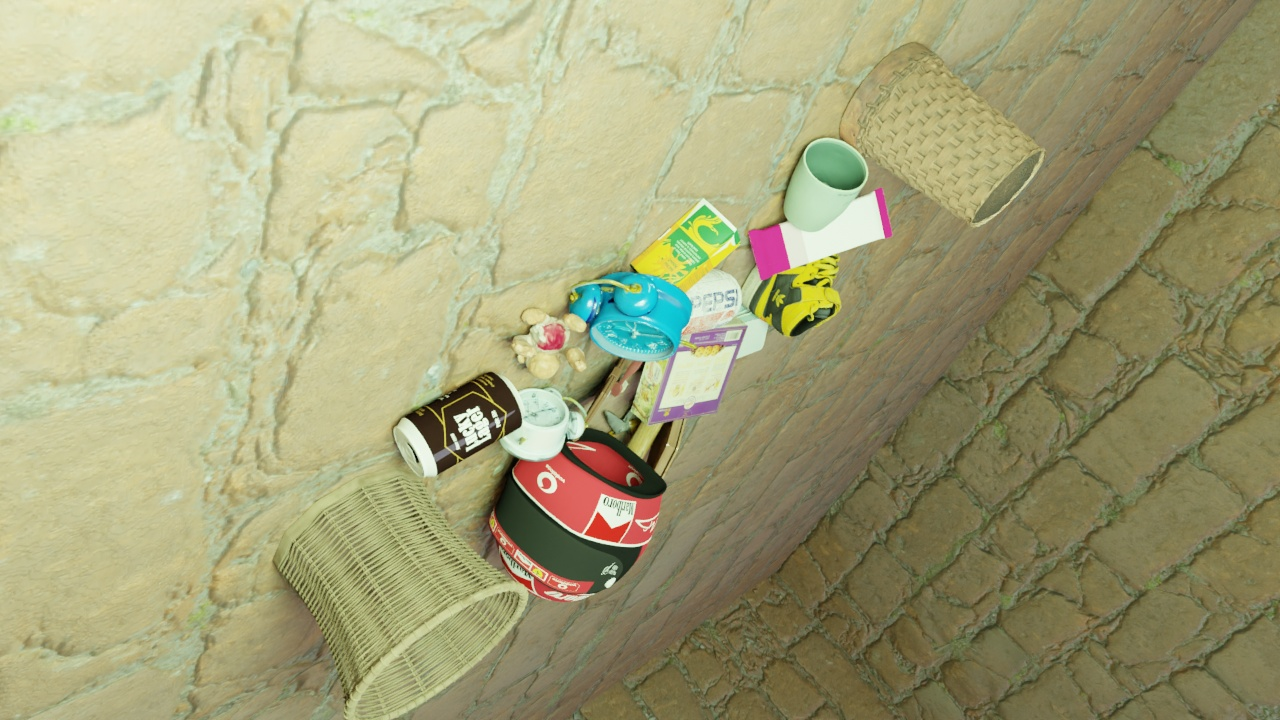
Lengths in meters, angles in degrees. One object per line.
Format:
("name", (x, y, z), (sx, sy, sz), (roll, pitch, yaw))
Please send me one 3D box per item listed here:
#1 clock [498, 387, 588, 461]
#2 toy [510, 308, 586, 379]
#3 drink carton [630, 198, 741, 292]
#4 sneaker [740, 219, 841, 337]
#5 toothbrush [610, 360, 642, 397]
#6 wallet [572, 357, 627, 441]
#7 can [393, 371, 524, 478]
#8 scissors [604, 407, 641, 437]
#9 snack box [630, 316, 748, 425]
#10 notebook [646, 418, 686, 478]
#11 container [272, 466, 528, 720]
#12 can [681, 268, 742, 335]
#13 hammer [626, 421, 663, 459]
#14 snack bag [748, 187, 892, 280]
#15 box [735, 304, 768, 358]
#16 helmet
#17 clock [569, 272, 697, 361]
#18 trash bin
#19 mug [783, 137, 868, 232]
("clock", (-0.118, 0.073, 1.114), (0.117, 0.083, 0.057), (-20, 142, -42))
("toy", (-0.110, -0.012, 1.005), (0.085, 0.074, 0.106), (5, 161, -19))
("drink carton", (0.051, -0.122, 1.068), (0.122, 0.058, 0.041), (-42, 158, -3))
("sneaker", (0.247, -0.135, 1.292), (0.085, 0.122, 0.239), (-14, 145, -53))
("toothbrush", (-0.007, 0.007, 1.212), (0.015, 0.015, 0.185), (-36, 171, -29))
("wallet", (-0.050, 0.047, 1.197), (0.088, 0.013, 0.120), (-56, -177, 29))
("can", (-0.194, 0.068, 0.990), (0.128, 0.072, 0.072), (-30, 155, -28))
("scissors", (-0.027, 0.111, 1.418), (0.225, 0.016, 0.226), (-10, 142, -54))
("snack box", (0.068, 0.011, 1.269), (0.143, 0.040, 0.148), (-7, 123, -43))
("notebook", (0.036, 0.135, 1.444), (0.211, 0.022, 0.168), (113, -3, -46))
("container", (-0.274, 0.255, 1.027), (0.226, 0.196, 0.227), (-35, 157, -18))
("can", (0.063, -0.073, 1.153), (0.135, 0.078, 0.078), (-14, 145, -49))
("hammer", (-0.035, 0.190, 1.406), (0.033, 0.132, 0.331), (8, 119, -45))
("snack bag", (0.243, -0.171, 1.235), (0.196, 0.070, 0.016), (-19, -163, -7))
("box", (0.108, -0.028, 1.345), (0.198, 0.070, 0.085), (-21, 162, -35))
("helmet", (-0.095, 0.218, 1.256), (0.225, 0.198, 0.270), (-55, 156, 10))
("clock", (-0.013, -0.054, 1.020), (0.161, 0.117, 0.060), (37, 56, -45))
("trash bin", (0.376, -0.272, 1.141), (0.151, 0.210, 0.151), (-35, 157, -17))
("mug", (0.235, -0.229, 1.173), (0.111, 0.084, 0.104), (-64, 179, -29))
